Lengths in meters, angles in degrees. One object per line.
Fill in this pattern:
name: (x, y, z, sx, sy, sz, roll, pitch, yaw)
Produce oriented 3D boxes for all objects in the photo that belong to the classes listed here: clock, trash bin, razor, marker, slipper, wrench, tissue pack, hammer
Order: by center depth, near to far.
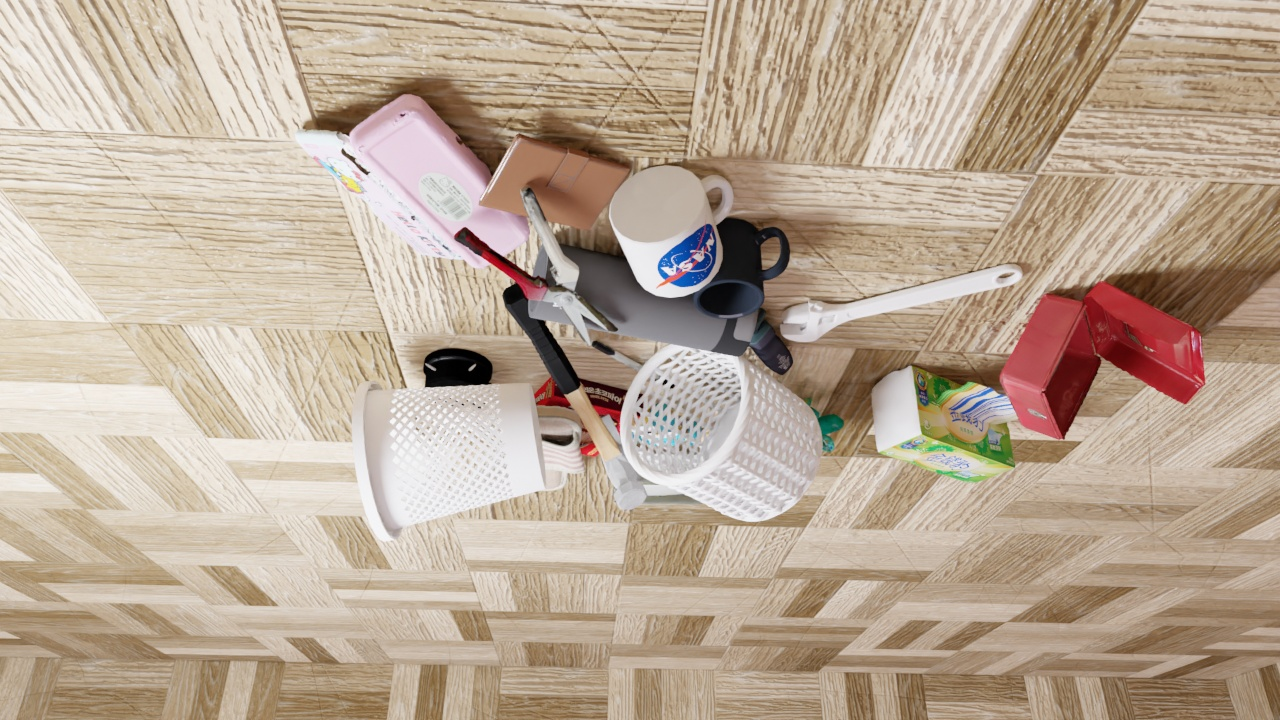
wrench: (0.291, -0.068, 1.047, 0.274, 0.018, 0.066, -13, 148, 20)
razor: (0.153, -0.018, 1.107, 0.047, 0.052, 0.143, -48, 141, 0)
hammer: (-0.079, 0.040, 1.116, 0.039, 0.131, 0.328, -27, 128, 1)
trash bin: (-0.225, 0.107, 1.124, 0.199, 0.195, 0.196, -9, 151, -3)
marker: (-0.007, 0.007, 1.187, 0.011, 0.011, 0.152, -24, 142, 36)
clock: (-0.237, 0.031, 1.200, 0.091, 0.042, 0.121, 1, 150, -1)
tissue pack: (0.423, 0.076, 1.208, 0.197, 0.120, 0.142, 13, 150, -32)
slipper: (-0.135, 0.140, 1.306, 0.115, 0.052, 0.264, 5, 150, -6)
clock: (0.035, 0.094, 1.312, 0.130, 0.043, 0.099, -14, 148, 37)

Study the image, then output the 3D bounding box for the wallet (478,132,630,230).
wallet: (-0.080, -0.163, 0.853, 0.120, 0.013, 0.088, 8, 138, -35)

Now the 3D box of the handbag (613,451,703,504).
handbag: (0.029, 0.200, 1.458, 0.151, 0.074, 0.176, 3, 159, -15)

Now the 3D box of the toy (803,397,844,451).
toy: (0.207, 0.098, 1.295, 0.130, 0.072, 0.194, 16, 156, -21)

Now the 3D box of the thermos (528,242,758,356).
thermos: (0.006, -0.064, 0.990, 0.240, 0.082, 0.082, 10, 149, -17)

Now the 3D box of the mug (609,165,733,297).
mug: (0.038, -0.131, 0.880, 0.121, 0.091, 0.090, -37, 148, -5)

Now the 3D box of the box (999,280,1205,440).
box: (0.513, 0.016, 1.048, 0.170, 0.156, 0.156, -45, 138, 5)

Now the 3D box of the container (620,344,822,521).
container: (0.104, 0.090, 1.153, 0.190, 0.189, 0.186, -20, 146, 32)

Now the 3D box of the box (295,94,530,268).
box: (-0.209, -0.153, 0.859, 0.154, 0.066, 0.201, -13, 147, 22)

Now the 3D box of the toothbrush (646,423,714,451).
toothbrush: (0.057, 0.125, 1.387, 0.182, 0.018, 0.015, -24, 148, 38)

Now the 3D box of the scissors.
scissors: (-0.096, -0.087, 0.891, 0.185, 0.015, 0.180, 5, 130, -12)

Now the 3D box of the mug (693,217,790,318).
mug: (0.103, -0.099, 0.933, 0.105, 0.077, 0.071, -19, 145, 30)

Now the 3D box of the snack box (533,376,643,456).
snack box: (-0.090, 0.079, 1.290, 0.132, 0.035, 0.152, 15, 147, -24)
